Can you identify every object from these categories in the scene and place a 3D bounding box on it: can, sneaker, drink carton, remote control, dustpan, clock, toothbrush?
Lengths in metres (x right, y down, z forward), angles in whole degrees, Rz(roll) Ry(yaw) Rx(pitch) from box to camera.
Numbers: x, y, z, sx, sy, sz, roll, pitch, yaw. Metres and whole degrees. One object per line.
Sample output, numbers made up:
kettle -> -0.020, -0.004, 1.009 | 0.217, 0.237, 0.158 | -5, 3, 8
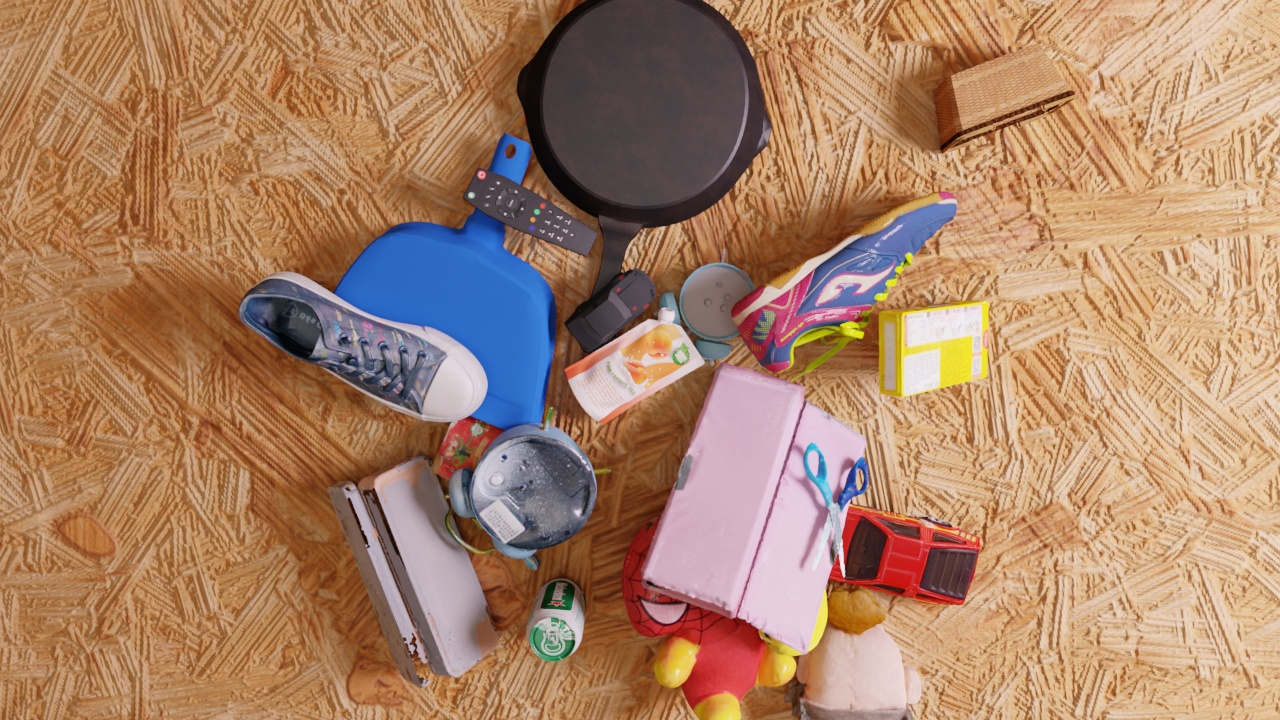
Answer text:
can -> -0.081, 0.251, 0.895 | 0.053, 0.101, 0.053 | 0, 97, 0
sneaker -> -0.256, -0.004, 0.834 | 0.235, 0.079, 0.087 | 26, 105, -3
sneaker -> 0.202, -0.070, 0.855 | 0.241, 0.116, 0.091 | -31, 87, -6
drink carton -> -0.005, 0.005, 0.884 | 0.122, 0.038, 0.069 | -31, 105, 14
remote control -> -0.100, -0.134, 0.846 | 0.124, 0.010, 0.039 | 26, 85, -10
dustpan -> -0.166, -0.090, 0.876 | 0.245, 0.059, 0.258 | 23, 107, -2
clock -> -0.115, 0.127, 0.872 | 0.162, 0.060, 0.118 | -37, 108, 6
clock -> 0.061, -0.042, 0.887 | 0.087, 0.042, 0.123 | 42, 94, -4
toothbrush -> -0.146, 0.162, 0.928 | 0.021, 0.016, 0.132 | -40, 96, 1

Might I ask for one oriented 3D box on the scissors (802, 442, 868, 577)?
scissors -> 0.190, 0.140, 0.861 | 0.109, 0.015, 0.132 | -1, 79, -38

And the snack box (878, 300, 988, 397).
snack box -> 0.274, -0.014, 0.851 | 0.152, 0.025, 0.075 | -8, 100, -41

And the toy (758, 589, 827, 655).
toy -> 0.143, 0.232, 0.871 | 0.094, 0.041, 0.095 | -38, 105, -39

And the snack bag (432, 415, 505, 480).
snack bag -> -0.123, 0.104, 0.914 | 0.155, 0.044, 0.087 | 23, 96, -8

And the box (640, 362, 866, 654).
box -> 0.115, 0.128, 0.848 | 0.179, 0.059, 0.232 | 23, 63, -3

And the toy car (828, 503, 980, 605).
toy car -> 0.237, 0.188, 0.911 | 0.189, 0.056, 0.081 | 13, 96, 1

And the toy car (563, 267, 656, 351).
toy car -> -0.027, -0.048, 0.863 | 0.092, 0.036, 0.042 | -38, 104, 11

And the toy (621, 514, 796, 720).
toy -> 0.056, 0.245, 0.890 | 0.147, 0.099, 0.216 | -34, 99, -34

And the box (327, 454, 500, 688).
box -> -0.221, 0.206, 0.913 | 0.107, 0.095, 0.216 | -22, 96, -21

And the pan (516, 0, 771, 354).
pan -> -0.010, -0.177, 0.870 | 0.249, 0.043, 0.356 | 12, 97, -1

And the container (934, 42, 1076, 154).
container -> 0.331, -0.244, 0.852 | 0.114, 0.063, 0.061 | -20, 89, 3

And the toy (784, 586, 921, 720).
toy -> 0.211, 0.305, 0.915 | 0.133, 0.076, 0.176 | 2, 100, 14
